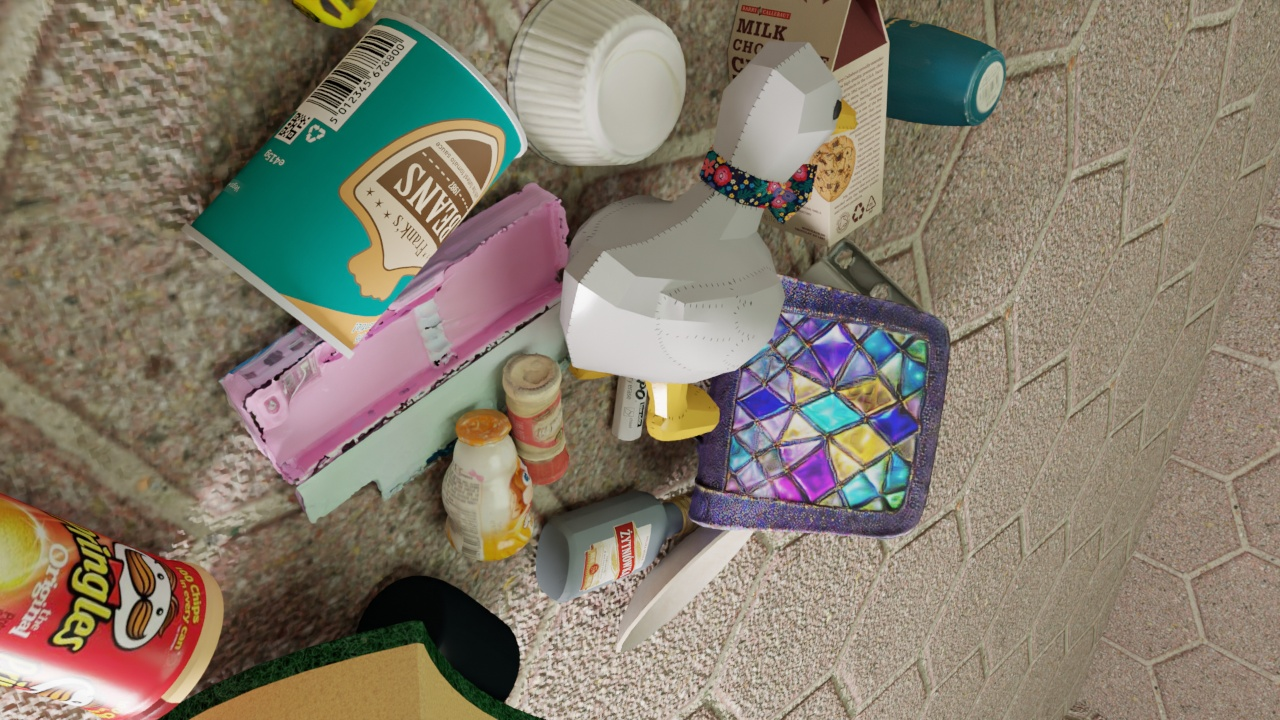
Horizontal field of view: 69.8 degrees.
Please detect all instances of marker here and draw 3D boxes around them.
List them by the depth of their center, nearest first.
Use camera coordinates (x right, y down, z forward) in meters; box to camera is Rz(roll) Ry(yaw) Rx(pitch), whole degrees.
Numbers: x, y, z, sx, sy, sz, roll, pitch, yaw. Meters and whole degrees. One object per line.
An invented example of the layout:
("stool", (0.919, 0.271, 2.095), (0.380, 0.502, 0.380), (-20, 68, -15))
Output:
("marker", (-0.004, 0.004, 0.732), (0.025, 0.025, 0.126), (-16, 123, -41))

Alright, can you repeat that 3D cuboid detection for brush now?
("brush", (-0.171, 0.275, 0.597), (0.195, 0.075, 0.250), (-23, 138, 8))

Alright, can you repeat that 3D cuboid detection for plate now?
("plate", (0.041, 0.198, 0.862), (0.188, 0.027, 0.189), (-39, 160, -17))

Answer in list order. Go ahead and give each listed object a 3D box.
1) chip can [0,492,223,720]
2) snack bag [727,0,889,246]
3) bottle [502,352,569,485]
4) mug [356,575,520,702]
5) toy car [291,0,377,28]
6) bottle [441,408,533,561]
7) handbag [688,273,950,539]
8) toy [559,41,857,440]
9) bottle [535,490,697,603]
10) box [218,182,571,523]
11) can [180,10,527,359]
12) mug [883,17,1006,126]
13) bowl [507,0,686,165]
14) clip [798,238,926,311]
("chip can", (-0.303, 0.100, 0.417), (0.087, 0.087, 0.213), (-52, 139, -11))
("snack bag", (0.126, -0.203, 0.693), (0.069, 0.094, 0.207), (-34, 134, -30))
("bottle", (-0.074, 0.043, 0.649), (0.044, 0.044, 0.109), (-36, 148, -28))
("mug", (-0.161, 0.214, 0.654), (0.122, 0.085, 0.094), (-28, 137, 5))
("toy car", (-0.167, -0.202, 0.429), (0.107, 0.030, 0.049), (33, 88, -50))
("bottle", (-0.106, 0.086, 0.636), (0.063, 0.063, 0.109), (-26, 134, -35))
("handbag", (0.125, 0.037, 0.755), (0.125, 0.222, 0.205), (-5, 103, -82))
("toy", (0.035, -0.073, 0.592), (0.245, 0.141, 0.268), (-29, 149, -49))
("bottle", (-0.014, 0.151, 0.793), (0.160, 0.046, 0.072), (-11, 120, -44))
("box", (-0.132, 0.005, 0.589), (0.229, 0.035, 0.159), (-38, 144, -26))
("can", (-0.142, -0.088, 0.468), (0.143, 0.099, 0.099), (-52, 140, -11))
("mug", (0.267, -0.246, 0.813), (0.112, 0.104, 0.084), (9, 105, -49))
("bowl", (-0.020, -0.173, 0.578), (0.115, 0.062, 0.115), (-25, 129, -36))
("clip", (0.183, -0.022, 0.853), (0.081, 0.125, 0.148), (-3, 138, -54))
